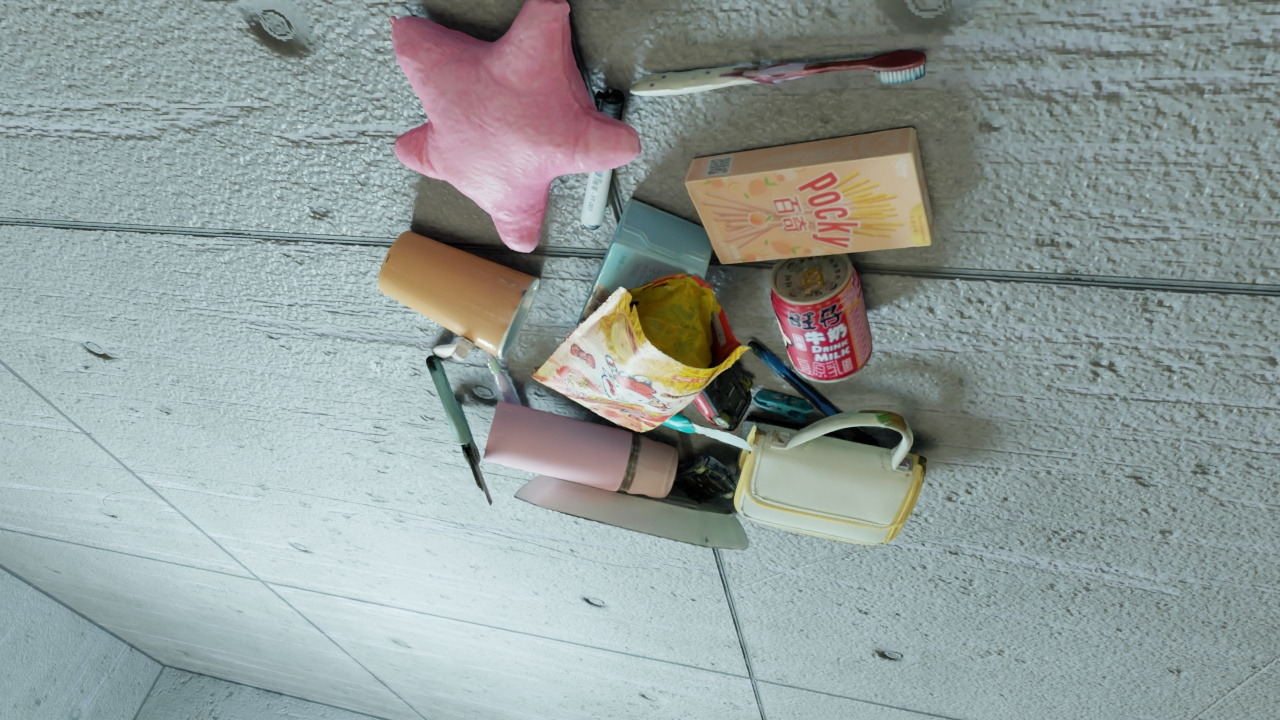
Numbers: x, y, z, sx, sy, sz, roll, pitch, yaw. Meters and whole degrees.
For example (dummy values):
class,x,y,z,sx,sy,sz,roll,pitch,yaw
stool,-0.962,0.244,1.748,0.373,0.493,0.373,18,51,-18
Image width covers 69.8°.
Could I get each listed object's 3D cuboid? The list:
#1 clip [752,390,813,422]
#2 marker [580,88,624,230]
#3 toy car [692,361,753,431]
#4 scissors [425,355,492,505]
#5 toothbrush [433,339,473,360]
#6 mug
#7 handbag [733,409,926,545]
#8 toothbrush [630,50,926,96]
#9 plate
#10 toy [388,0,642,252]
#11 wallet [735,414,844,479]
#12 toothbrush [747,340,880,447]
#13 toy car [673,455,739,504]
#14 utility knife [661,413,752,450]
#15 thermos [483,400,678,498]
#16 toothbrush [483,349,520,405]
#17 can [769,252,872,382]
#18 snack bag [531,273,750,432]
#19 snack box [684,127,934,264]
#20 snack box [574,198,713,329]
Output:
class,x,y,z,sx,sy,sz,roll,pitch,yaw
clip,0.132,0.041,0.854,0.057,0.014,0.048,15,148,2
marker,-0.030,-0.143,0.669,0.022,0.018,0.131,25,146,5
toy car,0.062,0.017,0.818,0.045,0.052,0.120,17,154,33
scissors,-0.188,0.066,0.943,0.019,0.177,0.169,-21,123,-9
toothbrush,-0.180,-0.008,0.866,0.016,0.016,0.180,34,169,-16
mug,-0.160,-0.061,0.798,0.123,0.078,0.078,25,146,0
handbag,0.178,0.103,0.854,0.163,0.063,0.179,11,143,4
toothbrush,0.081,-0.176,0.574,0.188,0.016,0.017,1,152,22
plate,-0.007,0.163,1.023,0.266,0.034,0.162,11,177,13
toy,-0.096,-0.171,0.616,0.178,0.074,0.195,41,137,-14
wallet,0.148,0.099,0.926,0.097,0.019,0.121,11,144,8
toothbrush,0.160,0.037,0.837,0.189,0.014,0.016,37,158,-26
toy car,0.069,0.125,0.976,0.049,0.031,0.106,40,155,-11
utility knife,0.014,0.050,0.882,0.209,0.013,0.029,19,149,28
thermos,-0.063,0.096,0.971,0.198,0.067,0.087,13,175,-8
toothbrush,-0.138,0.028,0.958,0.029,0.021,0.189,45,161,32
can,0.137,-0.036,0.698,0.067,0.066,0.094,1,142,24
snack bag,-0.004,0.004,0.743,0.128,0.073,0.208,23,152,-14
snack box,0.117,-0.111,0.639,0.157,0.026,0.084,-2,141,27
snack box,-0.004,-0.051,0.755,0.074,0.051,0.175,22,146,-5
